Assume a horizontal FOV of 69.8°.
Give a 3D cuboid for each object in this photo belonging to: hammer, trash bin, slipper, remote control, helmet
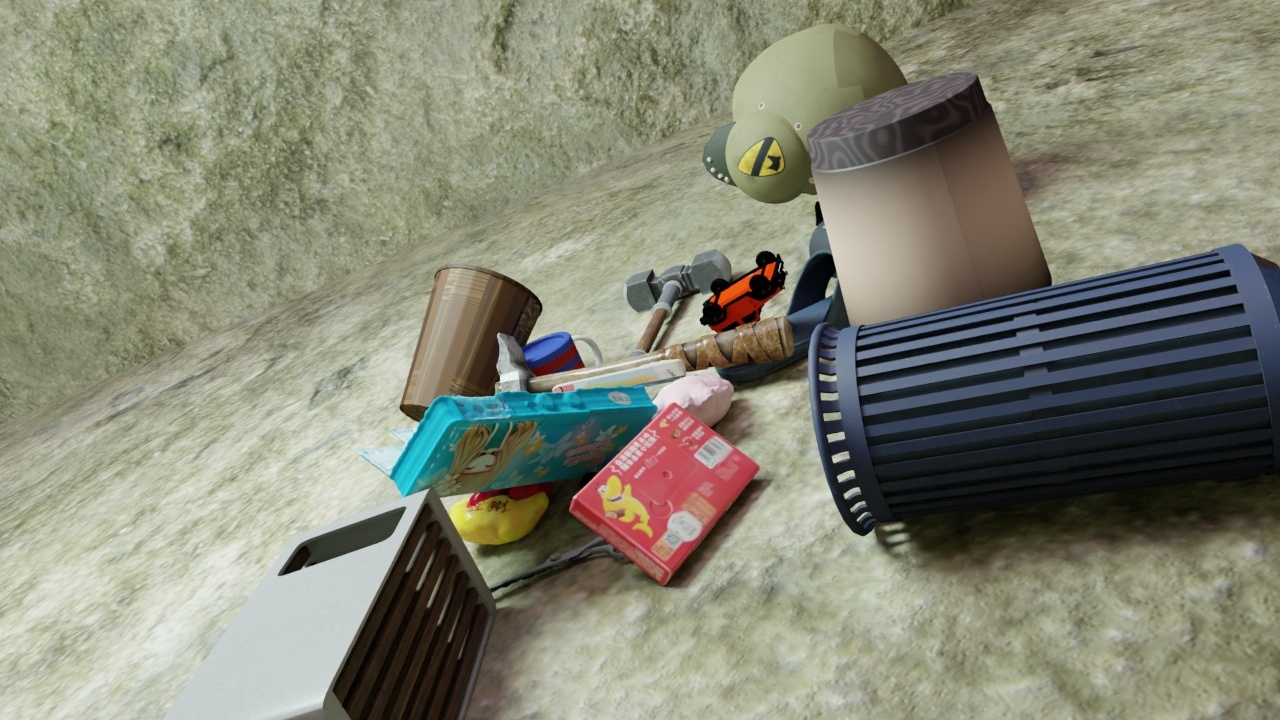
[{"bbox_3d":[0.018,-0.043,1.125,0.156,0.043,0.321,-15,23,22],"label":"hammer"},{"bbox_3d":[-0.005,0.005,0.915,0.319,0.121,0.049,-12,-11,20],"label":"hammer"},{"bbox_3d":[-0.189,0.201,0.594,0.114,0.114,0.228,-20,19,10],"label":"trash bin"},{"bbox_3d":[0.184,-0.068,0.927,0.263,0.082,0.101,-27,19,-4],"label":"slipper"},{"bbox_3d":[0.242,0.020,0.548,0.250,0.139,0.139,-13,22,25],"label":"trash bin"},{"bbox_3d":[-0.019,0.019,0.854,0.125,0.018,0.038,-12,-10,-5],"label":"remote control"},{"bbox_3d":[0.222,-0.264,1.101,0.233,0.256,0.249,-15,20,35],"label":"helmet"}]

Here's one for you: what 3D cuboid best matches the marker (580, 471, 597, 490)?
[{"bbox_3d":[-0.018,0.109,0.758,0.025,0.025,0.126,-32,14,-23],"label":"marker"}]

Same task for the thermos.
[{"bbox_3d":[0.226,-0.091,0.717,0.173,0.226,0.172,-21,19,8],"label":"thermos"}]

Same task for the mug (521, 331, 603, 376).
[{"bbox_3d":[-0.087,0.009,1.042,0.075,0.076,0.111,-2,28,46],"label":"mug"}]

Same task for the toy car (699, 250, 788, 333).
[{"bbox_3d":[0.104,-0.062,0.903,0.100,0.049,0.051,-30,24,36],"label":"toy car"}]

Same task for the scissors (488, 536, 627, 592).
[{"bbox_3d":[-0.053,0.150,0.728,0.172,0.014,0.090,-15,19,18],"label":"scissors"}]

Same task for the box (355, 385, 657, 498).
[{"bbox_3d":[-0.113,0.072,0.773,0.173,0.083,0.226,-17,-11,41],"label":"box"}]

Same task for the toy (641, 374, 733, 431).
[{"bbox_3d":[0.044,0.041,0.831,0.099,0.052,0.096,-25,-6,-5],"label":"toy"}]

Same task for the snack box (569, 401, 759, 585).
[{"bbox_3d":[0.021,0.095,0.691,0.132,0.089,0.021,-41,-19,-41],"label":"snack box"}]

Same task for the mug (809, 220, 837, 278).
[{"bbox_3d":[0.254,-0.123,1.030,0.105,0.071,0.077,0,14,-17],"label":"mug"}]

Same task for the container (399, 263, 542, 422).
[{"bbox_3d":[-0.201,-0.006,1.060,0.132,0.132,0.167,-4,62,44],"label":"container"}]

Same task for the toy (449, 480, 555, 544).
[{"bbox_3d":[-0.122,0.115,0.833,0.105,0.067,0.137,-16,27,-3],"label":"toy"}]
